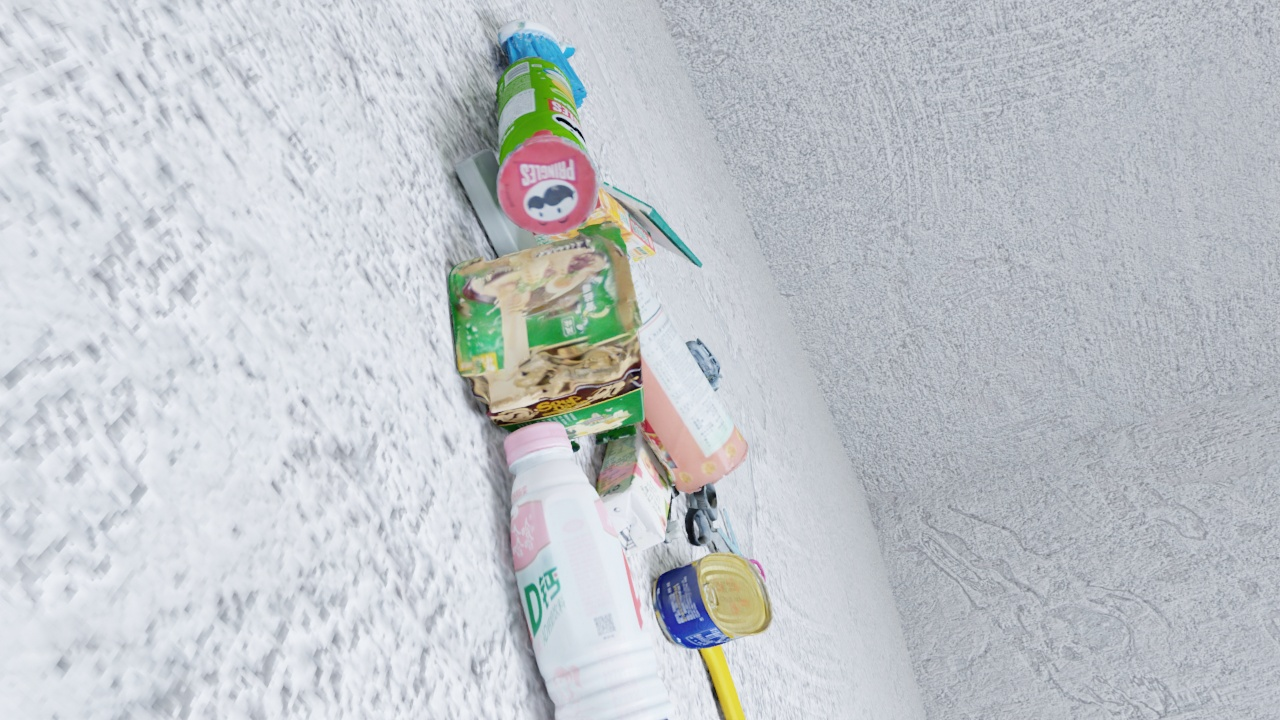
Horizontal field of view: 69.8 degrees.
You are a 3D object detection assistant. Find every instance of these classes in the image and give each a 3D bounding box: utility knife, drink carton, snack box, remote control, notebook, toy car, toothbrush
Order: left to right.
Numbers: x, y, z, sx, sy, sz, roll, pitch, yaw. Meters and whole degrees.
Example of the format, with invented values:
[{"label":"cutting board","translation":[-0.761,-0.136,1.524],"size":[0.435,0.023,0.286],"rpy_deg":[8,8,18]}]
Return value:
[{"label":"remote control","translation":[-0.100,-0.096,0.710],"size":[0.056,0.019,0.135],"rpy_deg":[-75,142,-68]},{"label":"snack box","translation":[-0.051,-0.006,0.612],"size":[0.106,0.118,0.117],"rpy_deg":[70,8,-61]},{"label":"snack box","translation":[-0.045,-0.111,0.821],"size":[0.155,0.077,0.027],"rpy_deg":[23,49,-71]},{"label":"notebook","translation":[-0.023,-0.150,0.906],"size":[0.150,0.012,0.209],"rpy_deg":[31,2,18]},{"label":"drink carton","translation":[-0.005,0.100,0.738],"size":[0.053,0.046,0.122],"rpy_deg":[56,17,-17]},{"label":"toothbrush","translation":[0.033,0.122,0.918],"size":[0.015,0.018,0.180],"rpy_deg":[60,15,-23]},{"label":"toy car","translation":[0.078,0.008,1.155],"size":[0.054,0.036,0.121],"rpy_deg":[53,-5,17]},{"label":"utility knife","translation":[0.077,0.303,0.822],"size":[0.033,0.015,0.197],"rpy_deg":[13,55,-64]}]

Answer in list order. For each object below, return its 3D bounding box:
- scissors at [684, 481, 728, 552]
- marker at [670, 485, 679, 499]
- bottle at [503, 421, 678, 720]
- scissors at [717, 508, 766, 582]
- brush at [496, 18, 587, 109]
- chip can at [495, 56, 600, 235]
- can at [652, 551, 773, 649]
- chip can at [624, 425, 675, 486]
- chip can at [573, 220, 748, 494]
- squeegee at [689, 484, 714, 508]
[{"label":"scissors","translation":[0.084,0.185,0.982],"size":[0.173,0.014,0.140],"rpy_deg":[9,84,-64]},{"label":"marker","translation":[0.004,0.072,0.867],"size":[0.022,0.020,0.132],"rpy_deg":[-34,104,-58]},{"label":"bottle","translation":[-0.037,0.132,0.539],"size":[0.068,0.068,0.196],"rpy_deg":[36,33,-65]},{"label":"scissors","translation":[0.121,0.243,1.084],"size":[0.133,0.017,0.123],"rpy_deg":[54,24,-35]},{"label":"brush","translation":[-0.093,-0.317,0.992],"size":[0.109,0.060,0.314],"rpy_deg":[65,11,-3]},{"label":"chip can","translation":[-0.080,-0.180,0.730],"size":[0.072,0.072,0.235],"rpy_deg":[61,8,-32]},{"label":"can","translation":[0.066,0.211,0.803],"size":[0.148,0.049,0.074],"rpy_deg":[24,45,-59]},{"label":"chip can","translation":[-0.005,0.005,0.803],"size":[0.216,0.073,0.073],"rpy_deg":[63,15,-17]},{"label":"chip can","translation":[0.004,0.000,0.716],"size":[0.215,0.071,0.071],"rpy_deg":[57,17,-16]},{"label":"squeegee","translation":[0.072,0.091,1.058],"size":[0.246,0.039,0.246],"rpy_deg":[-87,152,-58]}]
